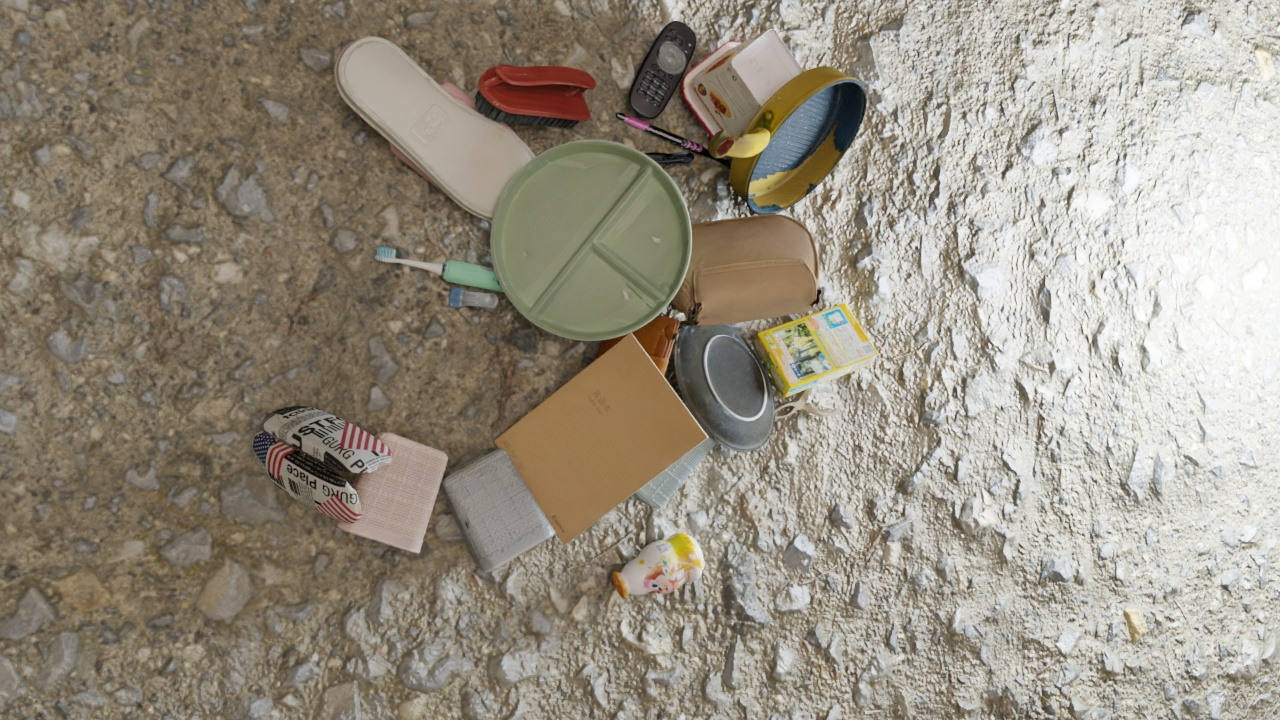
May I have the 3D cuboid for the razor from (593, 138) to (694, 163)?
[{"bbox_3d":[0.001,-0.254,1.143,0.142,0.022,0.042,-3,46,-23],"label":"razor"}]

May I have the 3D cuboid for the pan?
[{"bbox_3d":[0.157,-0.250,1.056,0.078,0.198,0.356,47,29,24],"label":"pan"}]

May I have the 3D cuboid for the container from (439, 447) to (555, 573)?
[{"bbox_3d":[-0.168,0.165,1.040,0.090,0.090,0.114,-28,94,-18],"label":"container"}]

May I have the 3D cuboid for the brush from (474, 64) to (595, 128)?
[{"bbox_3d":[-0.120,-0.308,1.047,0.145,0.069,0.063,-9,72,-43],"label":"brush"}]

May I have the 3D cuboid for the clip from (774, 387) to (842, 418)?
[{"bbox_3d":[0.222,0.060,1.205,0.098,0.035,0.099,43,76,-14],"label":"clip"}]

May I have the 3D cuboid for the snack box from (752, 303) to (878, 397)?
[{"bbox_3d":[0.226,-0.015,1.190,0.140,0.034,0.087,-18,65,-21],"label":"snack box"}]

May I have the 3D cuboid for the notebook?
[{"bbox_3d":[-0.049,0.091,1.052,0.212,0.012,0.149,-38,81,11],"label":"notebook"}]

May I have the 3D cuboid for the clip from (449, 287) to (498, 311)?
[{"bbox_3d":[-0.195,-0.071,1.074,0.057,0.028,0.024,6,84,-10],"label":"clip"}]

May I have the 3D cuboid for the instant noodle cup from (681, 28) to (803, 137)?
[{"bbox_3d":[0.132,-0.340,1.135,0.116,0.124,0.116,-41,101,-16],"label":"instant noodle cup"}]

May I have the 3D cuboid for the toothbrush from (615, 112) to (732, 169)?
[{"bbox_3d":[0.056,-0.277,1.164,0.189,0.018,0.014,19,83,-17],"label":"toothbrush"}]

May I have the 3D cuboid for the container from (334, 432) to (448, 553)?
[{"bbox_3d":[-0.269,0.142,1.006,0.090,0.090,0.110,22,78,-17],"label":"container"}]

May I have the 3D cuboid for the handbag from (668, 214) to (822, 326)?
[{"bbox_3d":[0.116,-0.104,1.120,0.204,0.100,0.147,-7,47,-11],"label":"handbag"}]

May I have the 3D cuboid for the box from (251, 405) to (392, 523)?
[{"bbox_3d":[-0.337,0.107,0.964,0.075,0.162,0.086,-21,127,-57],"label":"box"}]

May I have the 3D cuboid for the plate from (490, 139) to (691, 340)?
[{"bbox_3d":[-0.056,-0.136,1.049,0.230,0.027,0.230,0,87,1],"label":"plate"}]

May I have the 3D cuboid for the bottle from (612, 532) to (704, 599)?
[{"bbox_3d":[0.021,0.253,1.116,0.108,0.063,0.063,-19,95,-18],"label":"bottle"}]

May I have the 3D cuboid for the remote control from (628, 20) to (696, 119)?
[{"bbox_3d":[0.026,-0.362,1.151,0.053,0.024,0.136,30,78,-15],"label":"remote control"}]

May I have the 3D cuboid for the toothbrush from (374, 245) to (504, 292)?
[{"bbox_3d":[-0.194,-0.099,1.068,0.224,0.026,0.027,10,107,-18],"label":"toothbrush"}]

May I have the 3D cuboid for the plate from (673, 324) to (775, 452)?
[{"bbox_3d":[0.111,0.024,1.124,0.179,0.024,0.179,24,51,-34],"label":"plate"}]

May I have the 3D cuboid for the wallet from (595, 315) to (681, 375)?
[{"bbox_3d":[-0.006,0.006,1.090,0.035,0.119,0.130,28,78,-46],"label":"wallet"}]

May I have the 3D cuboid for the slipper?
[{"bbox_3d":[-0.224,-0.256,1.044,0.274,0.054,0.114,36,82,-25],"label":"slipper"}]

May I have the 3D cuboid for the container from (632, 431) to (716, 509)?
[{"bbox_3d":[0.016,0.110,1.106,0.090,0.090,0.111,41,80,-14],"label":"container"}]
